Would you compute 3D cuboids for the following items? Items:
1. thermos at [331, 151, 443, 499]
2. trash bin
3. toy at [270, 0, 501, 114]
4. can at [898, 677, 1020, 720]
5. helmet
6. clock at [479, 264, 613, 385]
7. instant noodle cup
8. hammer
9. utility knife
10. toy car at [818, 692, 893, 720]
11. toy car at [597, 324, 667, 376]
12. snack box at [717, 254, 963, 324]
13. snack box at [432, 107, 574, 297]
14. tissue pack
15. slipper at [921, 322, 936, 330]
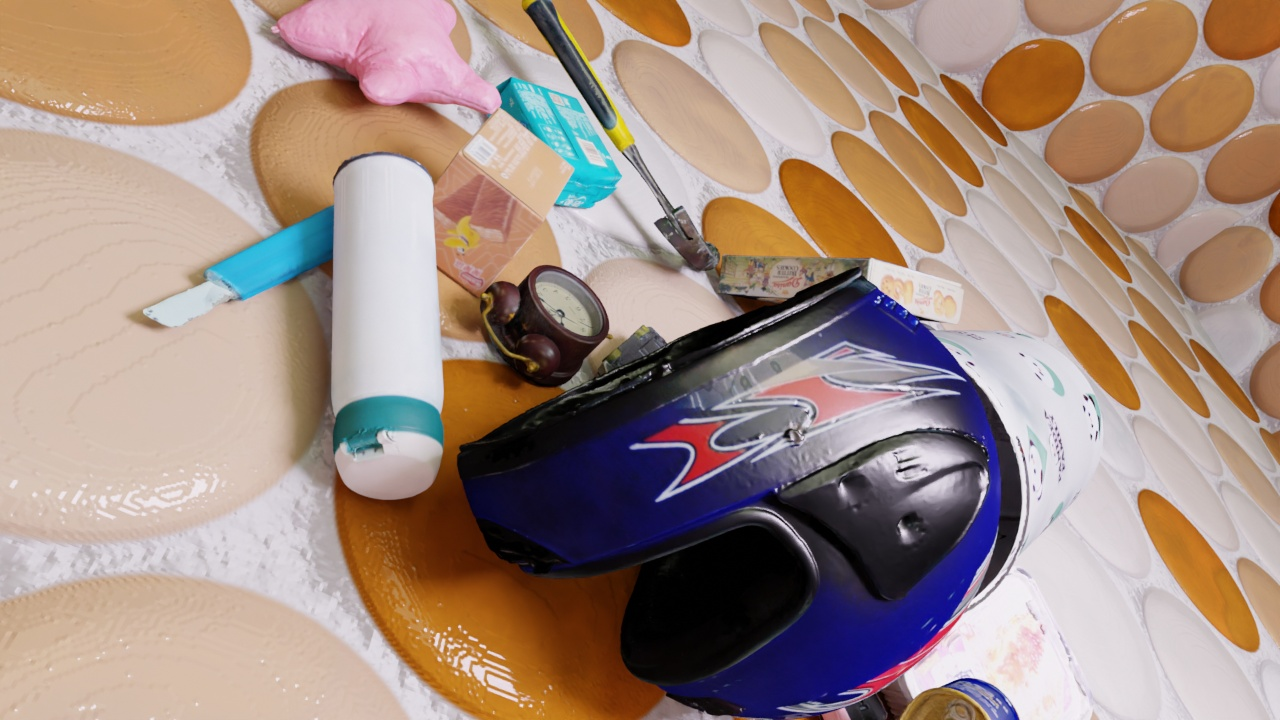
[{"bbox_3d":[-0.157,-0.024,0.573,0.073,0.073,0.224,16,51,-38],"label":"thermos"},{"bbox_3d":[0.256,0.076,0.776,0.251,0.230,0.229,-8,61,-47],"label":"trash bin"},{"bbox_3d":[-0.222,-0.277,0.774,0.178,0.075,0.194,-5,55,-38],"label":"toy"},{"bbox_3d":[0.199,0.282,0.602,0.075,0.148,0.049,21,10,42],"label":"can"},{"bbox_3d":[0.072,0.097,0.567,0.314,0.248,0.240,-24,91,-25],"label":"helmet"},{"bbox_3d":[-0.075,-0.025,0.685,0.082,0.055,0.121,55,31,11],"label":"clock"},{"bbox_3d":[0.263,0.256,0.718,0.173,0.060,0.138,-22,84,-32],"label":"instant noodle cup"},{"bbox_3d":[-0.022,-0.228,0.906,0.323,0.032,0.126,58,10,4],"label":"hammer"},{"bbox_3d":[-0.234,-0.063,0.581,0.034,0.018,0.193,50,32,-7],"label":"utility knife"},{"bbox_3d":[0.148,0.245,0.668,0.056,0.037,0.122,10,47,-44],"label":"toy car"},{"bbox_3d":[-0.004,0.004,0.751,0.042,0.035,0.090,46,34,1],"label":"toy car"},{"bbox_3d":[0.206,-0.074,0.948,0.177,0.183,0.046,6,92,-44],"label":"snack box"},{"bbox_3d":[-0.116,-0.121,0.705,0.077,0.095,0.092,37,34,-14],"label":"snack box"},{"bbox_3d":[-0.084,-0.207,0.869,0.093,0.050,0.133,2,53,-47],"label":"tissue pack"},{"bbox_3d":[0.331,0.088,1.009,0.268,0.084,0.110,58,39,-15],"label":"slipper"}]
